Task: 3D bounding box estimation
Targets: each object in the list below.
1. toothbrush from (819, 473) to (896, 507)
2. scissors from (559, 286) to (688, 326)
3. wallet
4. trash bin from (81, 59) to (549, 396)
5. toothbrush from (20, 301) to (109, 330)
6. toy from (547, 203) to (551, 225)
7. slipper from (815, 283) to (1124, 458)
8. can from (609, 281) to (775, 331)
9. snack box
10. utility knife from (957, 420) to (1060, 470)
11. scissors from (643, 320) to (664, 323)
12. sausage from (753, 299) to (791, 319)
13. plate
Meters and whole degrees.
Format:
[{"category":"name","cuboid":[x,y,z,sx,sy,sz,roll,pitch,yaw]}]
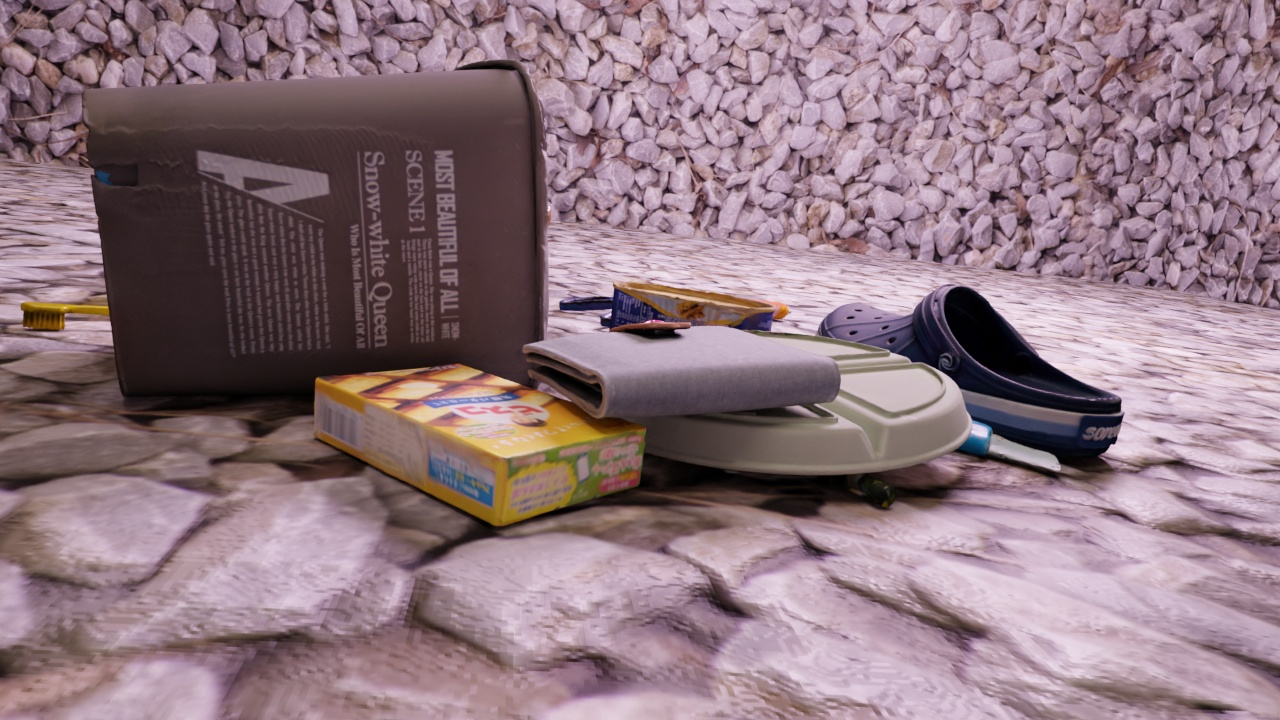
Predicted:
[{"category":"toothbrush","cuboid":[0.068,0.044,0.508,0.017,0.012,0.186,-7,17,-31]},{"category":"scissors","cuboid":[-0.003,-0.056,0.921,0.163,0.012,0.175,2,16,23]},{"category":"wallet","cuboid":[0.017,-0.001,0.462,0.129,0.037,0.107,-3,15,-28]},{"category":"trash bin","cuboid":[-0.187,-0.075,0.535,0.219,0.199,0.199,-6,16,-27]},{"category":"toothbrush","cuboid":[-0.317,-0.028,0.638,0.189,0.016,0.016,1,12,-35]},{"category":"toy","cuboid":[-0.181,-0.124,0.817,0.199,0.140,0.131,-22,-18,-27]},{"category":"slipper","cuboid":[0.218,-0.006,0.654,0.105,0.095,0.253,3,15,-33]},{"category":"can","cuboid":[0.042,-0.034,0.796,0.148,0.049,0.074,12,12,24]},{"category":"snack box","cuboid":[-0.077,0.033,0.426,0.140,0.034,0.086,18,16,39]},{"category":"utility knife","cuboid":[0.174,0.039,0.587,0.186,0.018,0.034,17,30,37]},{"category":"scissors","cuboid":[-0.003,0.006,0.646,0.077,0.017,0.137,41,38,24]},{"category":"sausage","cuboid":[0.097,-0.061,1.036,0.165,0.021,0.021,3,12,-18]},{"category":"plate","cuboid":[0.075,0.016,0.539,0.230,0.027,0.230,2,14,-1]}]
